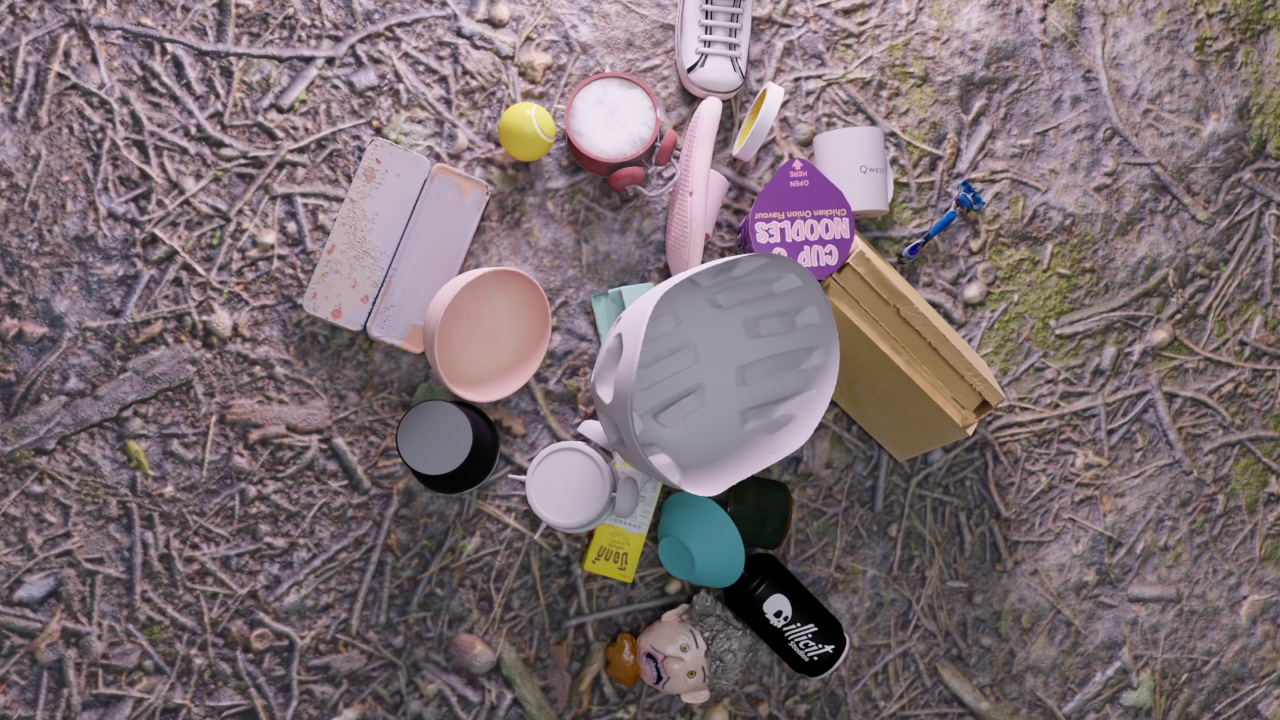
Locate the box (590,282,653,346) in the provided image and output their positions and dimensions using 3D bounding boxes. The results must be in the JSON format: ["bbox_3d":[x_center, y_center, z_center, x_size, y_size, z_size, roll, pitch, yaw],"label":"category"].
[{"bbox_3d":[-0.009,0.007,1.083,0.077,0.080,0.189,-17,93,-52],"label":"box"}]

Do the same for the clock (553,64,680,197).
[{"bbox_3d":[-0.019,-0.254,1.062,0.109,0.062,0.157,-39,83,-8],"label":"clock"}]

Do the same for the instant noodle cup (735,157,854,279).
[{"bbox_3d":[0.166,-0.153,1.067,0.122,0.122,0.137,-5,90,-11],"label":"instant noodle cup"}]

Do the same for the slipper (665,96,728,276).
[{"bbox_3d":[0.070,-0.198,1.062,0.055,0.107,0.221,10,82,-11],"label":"slipper"}]

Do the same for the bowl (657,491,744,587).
[{"bbox_3d":[0.055,0.214,1.041,0.046,0.121,0.121,-26,95,-45],"label":"bowl"}]

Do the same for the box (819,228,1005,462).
[{"bbox_3d":[0.297,-0.016,1.090,0.248,0.142,0.184,43,89,-7],"label":"box"}]

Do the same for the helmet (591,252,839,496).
[{"bbox_3d":[0.083,0.005,0.960,0.282,0.184,0.224,-30,114,-10],"label":"helmet"}]

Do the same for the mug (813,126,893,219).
[{"bbox_3d":[0.267,-0.223,1.116,0.119,0.083,0.096,-4,90,-39],"label":"mug"}]

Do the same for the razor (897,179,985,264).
[{"bbox_3d":[0.378,-0.169,1.160,0.141,0.018,0.044,-43,97,-8],"label":"razor"}]

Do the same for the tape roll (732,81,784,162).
[{"bbox_3d":[0.138,-0.280,1.078,0.019,0.094,0.094,24,85,-9],"label":"tape roll"}]

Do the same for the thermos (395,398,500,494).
[{"bbox_3d":[-0.202,0.086,0.953,0.106,0.219,0.105,1,82,-6],"label":"thermos"}]

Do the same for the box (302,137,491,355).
[{"bbox_3d":[-0.273,-0.127,1.032,0.151,0.043,0.216,22,86,-5],"label":"box"}]

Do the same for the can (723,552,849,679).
[{"bbox_3d":[0.172,0.301,1.083,0.146,0.080,0.080,46,82,-9],"label":"can"}]

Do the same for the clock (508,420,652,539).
[{"bbox_3d":[-0.060,0.134,1.041,0.159,0.061,0.120,-25,78,1],"label":"clock"}]

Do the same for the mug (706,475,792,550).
[{"bbox_3d":[0.123,0.188,1.083,0.081,0.084,0.111,12,120,-12],"label":"mug"}]

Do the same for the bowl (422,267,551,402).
[{"bbox_3d":[-0.180,-0.035,1.014,0.152,0.076,0.153,-17,117,-38],"label":"bowl"}]

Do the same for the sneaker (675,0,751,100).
[{"bbox_3d":[0.096,-0.434,1.070,0.091,0.097,0.245,3,88,-10],"label":"sneaker"}]

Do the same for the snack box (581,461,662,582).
[{"bbox_3d":[-0.018,0.180,1.079,0.061,0.026,0.149,18,86,-9],"label":"snack box"}]

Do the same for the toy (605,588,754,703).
[{"bbox_3d":[0.045,0.339,1.067,0.176,0.076,0.132,-12,91,-3],"label":"toy"}]

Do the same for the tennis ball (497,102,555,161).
[{"bbox_3d":[-0.129,-0.260,1.043,0.065,0.065,0.065,0,89,-11],"label":"tennis ball"}]
